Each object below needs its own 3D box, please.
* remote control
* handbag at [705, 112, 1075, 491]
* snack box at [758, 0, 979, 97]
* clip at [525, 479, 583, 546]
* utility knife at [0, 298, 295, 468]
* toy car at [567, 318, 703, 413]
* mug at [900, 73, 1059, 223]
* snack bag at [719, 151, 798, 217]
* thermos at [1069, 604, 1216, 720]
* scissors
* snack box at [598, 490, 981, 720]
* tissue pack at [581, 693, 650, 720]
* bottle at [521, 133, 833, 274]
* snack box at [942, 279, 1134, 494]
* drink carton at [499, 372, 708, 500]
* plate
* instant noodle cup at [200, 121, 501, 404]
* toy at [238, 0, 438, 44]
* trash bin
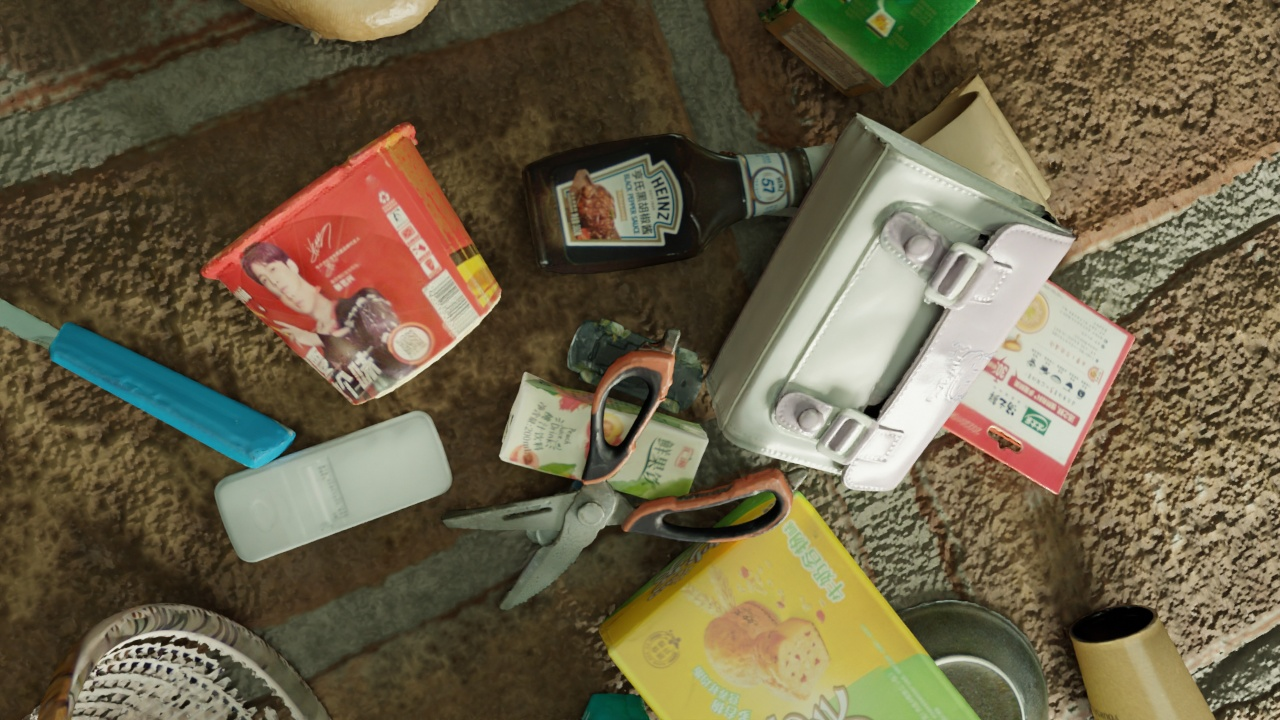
[{"bbox_3d":[-0.187,0.077,0.565,0.136,0.020,0.056,-20,96,-10],"label":"remote control"},{"bbox_3d":[0.147,-0.024,0.558,0.145,0.098,0.197,18,117,-19],"label":"handbag"},{"bbox_3d":[0.149,-0.233,0.583,0.117,0.118,0.106,36,97,-10],"label":"snack box"},{"bbox_3d":[-0.049,0.099,0.598,0.056,0.026,0.024,-42,102,-20],"label":"clip"},{"bbox_3d":[-0.294,0.011,0.536,0.187,0.018,0.034,29,42,-7],"label":"utility knife"},{"bbox_3d":[-0.004,0.003,0.593,0.090,0.034,0.043,19,86,-14],"label":"toy car"},{"bbox_3d":[0.225,-0.122,0.620,0.103,0.084,0.124,52,56,-11],"label":"mug"},{"bbox_3d":[0.100,-0.112,0.614,0.105,0.026,0.045,5,99,-9],"label":"snack bag"},{"bbox_3d":[0.365,0.254,0.656,0.093,0.093,0.143,-23,89,-10],"label":"thermos"},{"bbox_3d":[-0.011,0.081,0.554,0.189,0.015,0.227,24,111,-5],"label":"scissors"},{"bbox_3d":[0.097,0.208,0.592,0.157,0.070,0.210,-39,91,-8],"label":"snack box"},{"bbox_3d":[-0.026,0.279,0.571,0.050,0.093,0.133,23,88,-8],"label":"tissue pack"},{"bbox_3d":[0.027,-0.103,0.575,0.195,0.044,0.080,-9,95,-2],"label":"bottle"},{"bbox_3d":[0.265,0.011,0.644,0.113,0.044,0.127,30,85,-12],"label":"snack box"},{"bbox_3d":[-0.024,0.051,0.584,0.122,0.045,0.053,17,99,-10],"label":"drink carton"},{"bbox_3d":[0.219,0.263,0.656,0.179,0.024,0.179,-1,93,-12],"label":"plate"},{"bbox_3d":[-0.153,-0.048,0.513,0.138,0.138,0.108,-38,107,-8],"label":"instant noodle cup"},{"bbox_3d":[-0.165,-0.250,0.526,0.226,0.082,0.143,21,96,-14],"label":"toy"},{"bbox_3d":[-0.281,0.272,0.470,0.192,0.227,0.227,-32,98,4],"label":"trash bin"}]
